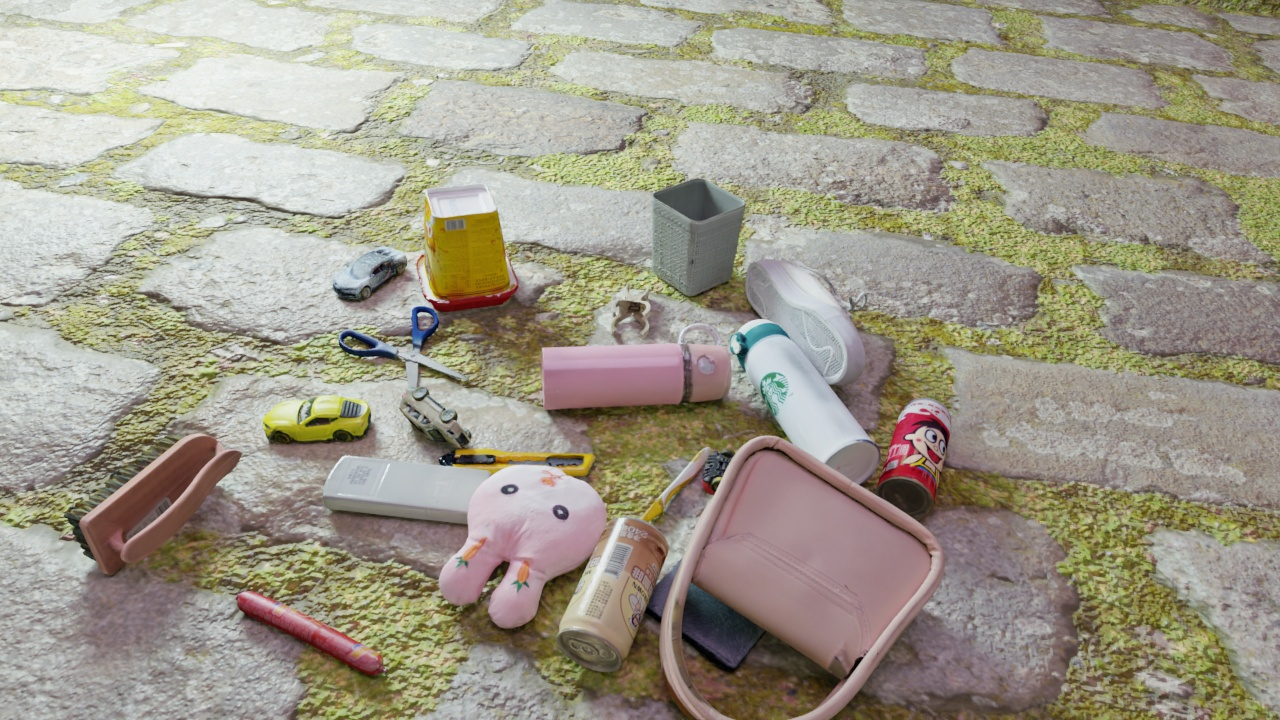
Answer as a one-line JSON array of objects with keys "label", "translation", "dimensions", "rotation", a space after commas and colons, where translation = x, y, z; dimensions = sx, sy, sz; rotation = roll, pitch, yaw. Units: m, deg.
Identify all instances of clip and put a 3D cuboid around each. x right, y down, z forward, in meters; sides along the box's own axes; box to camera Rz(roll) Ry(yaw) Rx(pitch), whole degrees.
[{"label": "clip", "translation": [0.004, -0.060, 1.098], "dimensions": [0.084, 0.035, 0.104], "rotation": [15, 31, 20]}]

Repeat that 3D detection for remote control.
[{"label": "remote control", "translation": [-0.216, 0.121, 0.852], "dimensions": [0.150, 0.021, 0.058], "rotation": [6, 38, 3]}]

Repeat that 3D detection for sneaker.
[{"label": "sneaker", "translation": [0.209, -0.048, 1.061], "dimensions": [0.090, 0.090, 0.242], "rotation": [-5, 32, -18]}]

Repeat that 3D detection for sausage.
[{"label": "sausage", "translation": [-0.262, 0.215, 0.729], "dimensions": [0.156, 0.020, 0.020], "rotation": [19, 40, 18]}]

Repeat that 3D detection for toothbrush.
[{"label": "toothbrush", "translation": [0.021, 0.137, 0.856], "dimensions": [0.018, 0.016, 0.190], "rotation": [32, 45, 16]}]

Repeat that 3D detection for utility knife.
[{"label": "utility knife", "translation": [-0.120, 0.099, 0.894], "dimensions": [0.154, 0.015, 0.033], "rotation": [1, 40, -4]}]

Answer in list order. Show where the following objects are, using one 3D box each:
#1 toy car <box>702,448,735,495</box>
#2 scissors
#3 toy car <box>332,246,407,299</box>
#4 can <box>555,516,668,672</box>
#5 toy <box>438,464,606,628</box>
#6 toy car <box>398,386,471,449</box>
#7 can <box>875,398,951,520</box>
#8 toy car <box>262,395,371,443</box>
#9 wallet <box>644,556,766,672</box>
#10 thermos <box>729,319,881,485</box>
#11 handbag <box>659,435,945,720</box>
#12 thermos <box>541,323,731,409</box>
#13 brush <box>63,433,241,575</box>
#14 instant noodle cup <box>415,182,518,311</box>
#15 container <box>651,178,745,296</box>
[{"label": "toy car", "translation": [0.112, 0.117, 0.875], "dimensions": [0.106, 0.031, 0.049], "rotation": [10, 39, 10]}, {"label": "scissors", "translation": [-0.262, -0.012, 1.030], "dimensions": [0.162, 0.012, 0.174], "rotation": [7, 39, 3]}, {"label": "toy car", "translation": [-0.336, -0.111, 1.137], "dimensions": [0.049, 0.031, 0.105], "rotation": [19, 41, 21]}, {"label": "can", "translation": [-0.021, 0.187, 0.743], "dimensions": [0.058, 0.059, 0.116], "rotation": [14, 46, 13]}, {"label": "toy", "translation": [-0.100, 0.155, 0.796], "dimensions": [0.121, 0.054, 0.159], "rotation": [20, 47, 11]}, {"label": "toy car", "translation": [-0.204, 0.060, 0.917], "dimensions": [0.090, 0.042, 0.035], "rotation": [28, 67, 36]}, {"label": "can", "translation": [0.270, 0.094, 0.900], "dimensions": [0.053, 0.053, 0.132], "rotation": [17, 39, 17]}, {"label": "toy car", "translation": [-0.325, 0.056, 0.920], "dimensions": [0.105, 0.032, 0.048], "rotation": [-3, 38, -5]}, {"label": "wallet", "translation": [0.072, 0.198, 0.780], "dimensions": [0.097, 0.019, 0.120], "rotation": [29, 46, 28]}, {"label": "thermos", "translation": [0.161, 0.037, 0.954], "dimensions": [0.073, 0.073, 0.224], "rotation": [-10, 39, -16]}, {"label": "handbag", "translation": [0.111, 0.193, 0.729], "dimensions": [0.193, 0.094, 0.233], "rotation": [30, 55, 15]}, {"label": "thermos", "translation": [-0.006, 0.006, 0.973], "dimensions": [0.198, 0.067, 0.087], "rotation": [-4, 73, -6]}, {"label": "brush", "translation": [-0.421, 0.118, 0.808], "dimensions": [0.073, 0.063, 0.145], "rotation": [12, 36, 17]}, {"label": "instant noodle cup", "translation": [-0.213, -0.139, 1.107], "dimensions": [0.116, 0.124, 0.116], "rotation": [-9, 39, -16]}, {"label": "container", "translation": [0.069, -0.153, 1.154], "dimensions": [0.090, 0.114, 0.090], "rotation": [-25, 46, -32]}]
